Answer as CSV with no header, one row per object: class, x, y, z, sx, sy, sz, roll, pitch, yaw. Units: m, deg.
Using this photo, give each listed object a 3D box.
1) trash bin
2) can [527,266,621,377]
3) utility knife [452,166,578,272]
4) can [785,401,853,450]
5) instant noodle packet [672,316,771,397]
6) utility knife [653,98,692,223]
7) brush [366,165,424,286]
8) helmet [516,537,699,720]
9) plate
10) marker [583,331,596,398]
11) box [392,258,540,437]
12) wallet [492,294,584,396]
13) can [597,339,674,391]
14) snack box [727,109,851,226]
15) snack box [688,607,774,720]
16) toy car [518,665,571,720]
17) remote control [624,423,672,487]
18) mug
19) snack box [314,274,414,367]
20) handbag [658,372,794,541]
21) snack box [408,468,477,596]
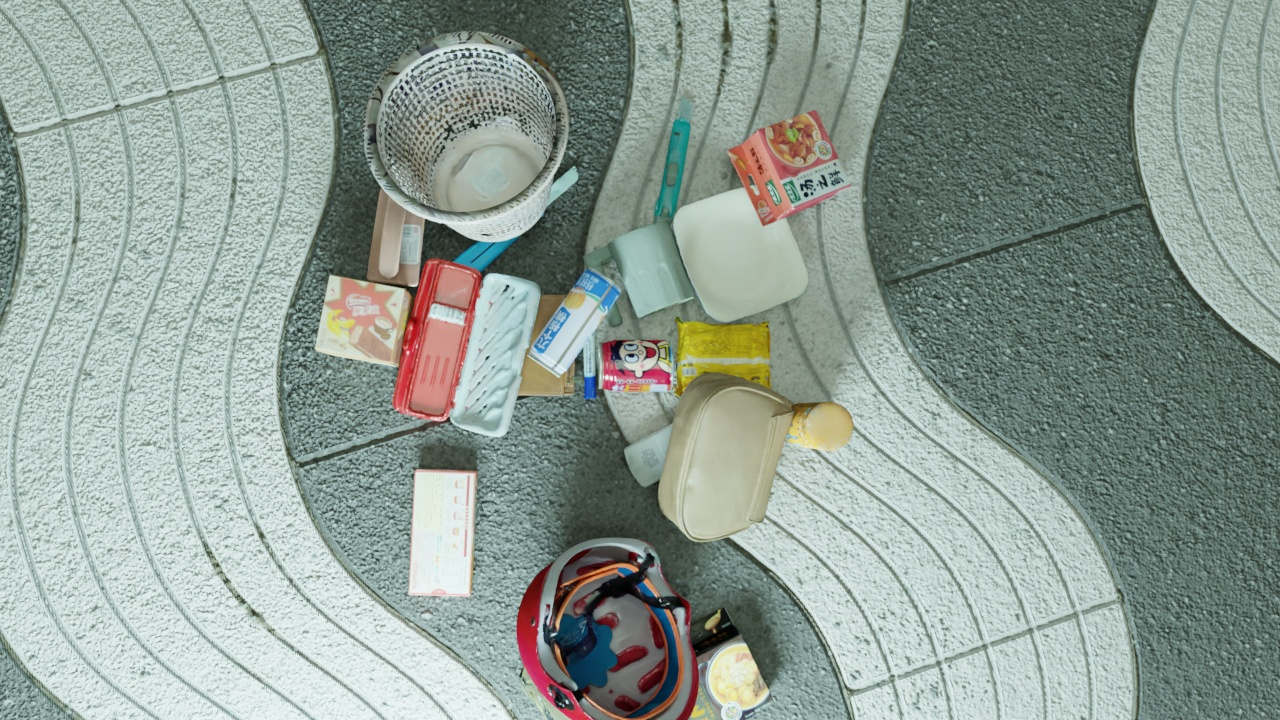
trash bin,-0.191,-0.240,1.092,0.227,0.192,0.227,0,79,1
can,-0.082,-0.047,1.135,0.053,0.053,0.134,35,86,-2
utility knife,-0.158,-0.180,1.190,0.208,0.018,0.034,-43,90,-7
can,0.216,0.081,1.140,0.058,0.146,0.058,0,87,-5
instant noodle packet,0.104,0.000,1.188,0.128,0.044,0.110,2,80,-8
utility knife,0.044,-0.261,1.212,0.029,0.013,0.178,11,86,-5
brush,-0.302,-0.168,1.149,0.063,0.073,0.145,6,85,-4
helmet,-0.049,0.338,1.097,0.206,0.144,0.240,-26,87,-41
plate,0.126,-0.137,1.188,0.164,0.034,0.163,-19,86,-20
marker,-0.066,-0.023,1.185,0.017,0.017,0.145,-1,84,-5
box,-0.218,-0.016,1.151,0.161,0.050,0.201,14,91,4
wallet,-0.129,-0.020,1.174,0.119,0.035,0.130,1,89,-6
can,-0.007,0.007,1.166,0.094,0.066,0.066,0,87,-4
snack box,0.194,-0.250,1.191,0.127,0.044,0.113,-25,90,-24
snack box,0.090,0.400,1.165,0.113,0.053,0.125,-27,95,-6
toy car,-0.090,0.432,1.151,0.070,0.042,0.158,-36,93,-5
remote control,0.053,0.107,1.188,0.150,0.021,0.058,-26,92,-6
mug,-0.003,-0.108,1.174,0.124,0.083,0.103,-21,90,21
snack box,-0.340,-0.048,1.137,0.093,0.077,0.094,11,86,-4
handbag,0.101,0.116,1.135,0.147,0.100,0.205,7,105,-25
snack box,-0.248,0.216,1.155,0.077,0.027,0.155,3,87,-4
